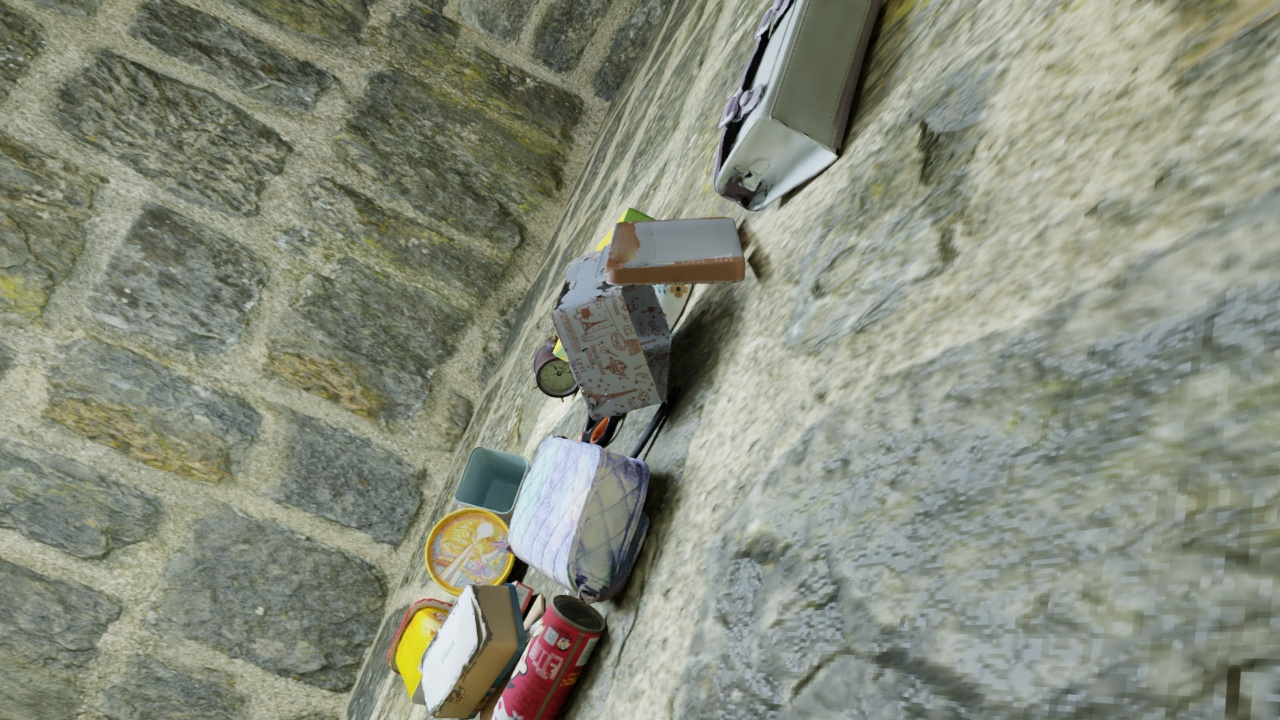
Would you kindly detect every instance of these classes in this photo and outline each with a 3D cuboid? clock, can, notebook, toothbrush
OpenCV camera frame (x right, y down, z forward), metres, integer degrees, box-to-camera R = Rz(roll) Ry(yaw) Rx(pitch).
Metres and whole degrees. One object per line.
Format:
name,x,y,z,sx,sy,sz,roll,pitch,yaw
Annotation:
clock,-0.125,0.005,1.461,0.122,0.082,0.055,-60,17,23
can,-0.084,0.279,0.815,0.133,0.053,0.053,-63,12,9
notebook,-0.136,0.359,0.976,0.149,0.012,0.211,-61,13,8
toothbrush,-0.102,0.271,0.965,0.181,0.016,0.016,-48,19,42
toothbrush,-0.006,0.102,0.938,0.181,0.018,0.015,-60,13,10

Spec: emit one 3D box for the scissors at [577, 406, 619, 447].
scissors,-0.068,0.093,1.178,0.210,0.021,0.222,-134,65,-74

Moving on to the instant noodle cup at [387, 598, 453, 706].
instant noodle cup,-0.264,0.397,1.223,0.116,0.116,0.124,-64,24,4

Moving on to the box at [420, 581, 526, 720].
box,-0.188,0.323,1.027,0.185,0.059,0.089,-54,39,33

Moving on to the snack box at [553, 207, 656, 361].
snack box,-0.047,-0.104,1.379,0.158,0.070,0.209,-36,30,65

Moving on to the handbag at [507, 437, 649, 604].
handbag,-0.059,0.148,0.882,0.194,0.075,0.134,-1,67,68

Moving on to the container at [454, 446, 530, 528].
container,-0.206,0.193,1.341,0.112,0.090,0.090,82,-157,-62

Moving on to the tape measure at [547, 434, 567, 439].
tape measure,-0.127,0.140,1.315,0.066,0.033,0.065,-51,20,48

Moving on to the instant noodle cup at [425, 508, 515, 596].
instant noodle cup,-0.230,0.275,1.269,0.115,0.118,0.118,98,-169,-66

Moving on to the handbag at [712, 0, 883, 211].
handbag,0.140,-0.256,0.869,0.145,0.098,0.196,129,163,-65

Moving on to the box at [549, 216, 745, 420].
box,0.025,-0.064,0.943,0.193,0.157,0.182,-15,24,11

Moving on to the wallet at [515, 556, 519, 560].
wallet,-0.148,0.213,1.275,0.116,0.020,0.101,123,164,-51

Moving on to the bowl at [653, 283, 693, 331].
bowl,0.013,-0.077,1.102,0.114,0.062,0.113,-58,13,22

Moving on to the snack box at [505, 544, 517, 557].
snack box,-0.105,0.182,1.096,0.125,0.053,0.113,-68,13,-12

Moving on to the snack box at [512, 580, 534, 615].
snack box,-0.174,0.321,1.144,0.075,0.025,0.153,-65,9,-25
